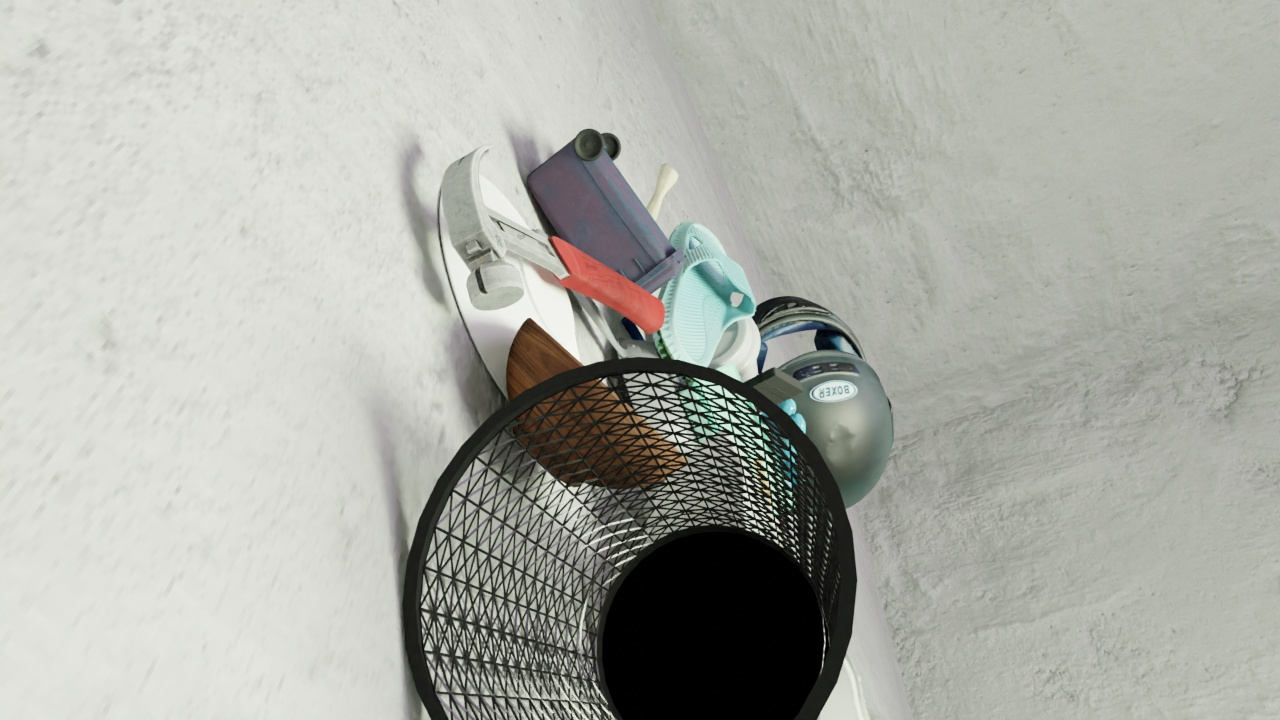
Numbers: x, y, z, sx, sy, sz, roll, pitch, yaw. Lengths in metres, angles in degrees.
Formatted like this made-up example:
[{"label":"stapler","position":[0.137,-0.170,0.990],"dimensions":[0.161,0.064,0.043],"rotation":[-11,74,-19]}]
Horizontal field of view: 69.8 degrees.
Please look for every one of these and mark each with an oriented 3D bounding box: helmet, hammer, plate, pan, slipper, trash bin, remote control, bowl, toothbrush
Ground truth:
[{"label":"helmet","position":[0.093,0.190,0.770],"dimensions":[0.224,0.184,0.281],"rotation":[62,22,-50]},{"label":"hammer","position":[-0.053,-0.075,0.741],"dimensions":[0.315,0.036,0.126],"rotation":[21,48,-63]},{"label":"plate","position":[-0.086,-0.051,0.739],"dimensions":[0.229,0.030,0.229],"rotation":[-20,90,-76]},{"label":"pan","position":[-0.006,0.005,0.938],"dimensions":[0.200,0.051,0.357],"rotation":[-102,167,-57]},{"label":"slipper","position":[0.074,-0.080,1.030],"dimensions":[0.116,0.070,0.275],"rotation":[50,32,-22]},{"label":"trash bin","position":[0.019,0.147,0.532],"dimensions":[0.243,0.217,0.216],"rotation":[58,17,-61]},{"label":"trash bin","position":[-0.028,-0.137,0.901],"dimensions":[0.161,0.092,0.093],"rotation":[54,14,-4]},{"label":"remote control","position":[0.124,0.049,1.098],"dimensions":[0.058,0.134,0.013],"rotation":[28,45,-40]},{"label":"helmet","position":[0.252,0.078,1.358],"dimensions":[0.236,0.249,0.316],"rotation":[-120,-155,-71]},{"label":"bowl","position":[-0.045,0.044,0.632],"dimensions":[0.147,0.069,0.147],"rotation":[42,-3,2]},{"label":"toothbrush","position":[0.022,0.023,1.090],"dimensions":[0.016,0.017,0.190],"rotation":[-90,154,-54]}]

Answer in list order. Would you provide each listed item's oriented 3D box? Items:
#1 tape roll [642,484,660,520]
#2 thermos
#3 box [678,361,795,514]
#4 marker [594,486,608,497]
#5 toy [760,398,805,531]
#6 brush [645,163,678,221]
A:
[{"label":"tape roll","position":[0.029,0.168,0.904],"dimensions":[0.094,0.019,0.094],"rotation":[-20,90,-76]},{"label":"thermos","position":[0.103,0.029,1.190],"dimensions":[0.222,0.131,0.131],"rotation":[65,13,-52]},{"label":"box","position":[0.104,0.103,1.014],"dimensions":[0.137,0.057,0.187],"rotation":[-25,93,-65]},{"label":"marker","position":[-0.026,0.084,0.819],"dimensions":[0.132,0.014,0.014],"rotation":[-75,143,-67]},{"label":"toy","position":[0.146,0.132,1.127],"dimensions":[0.183,0.114,0.181],"rotation":[-110,-150,-55]},{"label":"brush","position":[0.008,-0.162,1.094],"dimensions":[0.062,0.077,0.271],"rotation":[56,31,-29]}]
